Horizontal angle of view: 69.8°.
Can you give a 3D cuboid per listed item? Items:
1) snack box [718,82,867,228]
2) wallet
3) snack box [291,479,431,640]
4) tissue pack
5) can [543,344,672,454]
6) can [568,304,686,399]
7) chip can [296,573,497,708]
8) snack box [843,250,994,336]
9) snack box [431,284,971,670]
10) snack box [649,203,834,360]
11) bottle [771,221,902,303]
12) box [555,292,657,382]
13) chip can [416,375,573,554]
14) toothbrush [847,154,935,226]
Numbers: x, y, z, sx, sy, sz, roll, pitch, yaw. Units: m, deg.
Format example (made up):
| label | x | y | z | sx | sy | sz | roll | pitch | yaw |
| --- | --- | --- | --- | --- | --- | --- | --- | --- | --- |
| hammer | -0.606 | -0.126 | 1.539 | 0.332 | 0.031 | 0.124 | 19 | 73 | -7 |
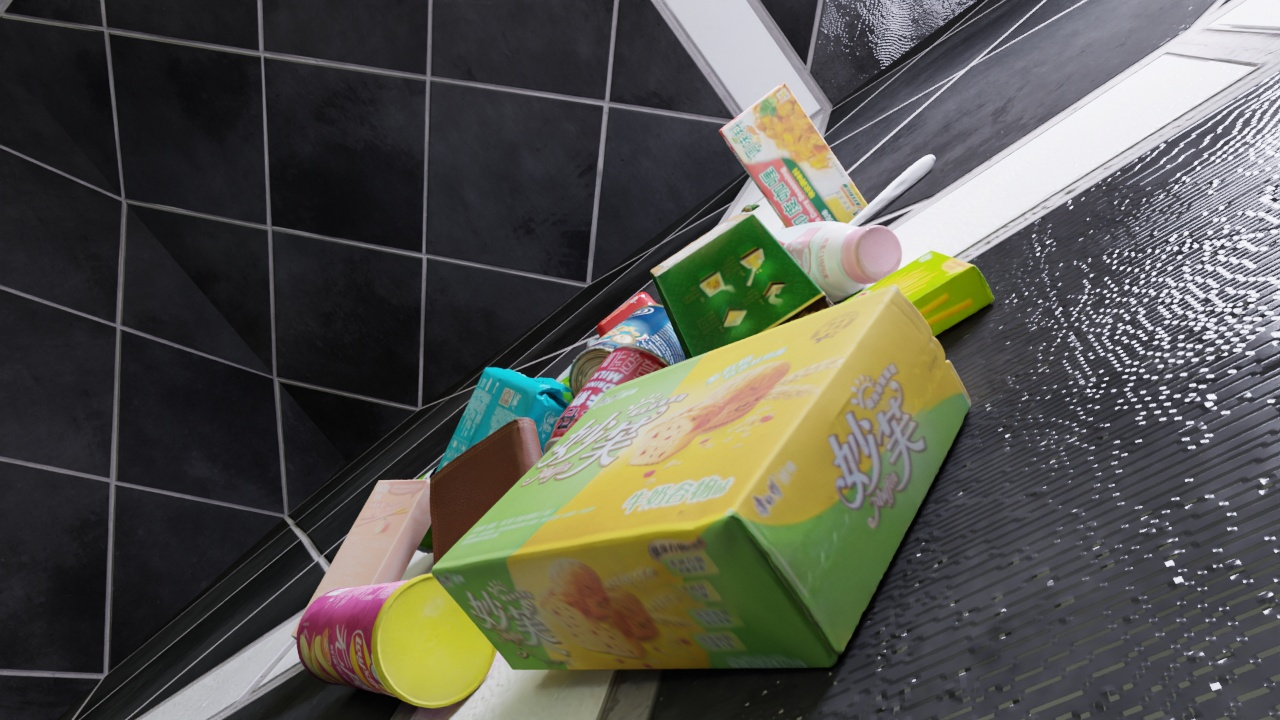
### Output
| label | x | y | z | sx | sy | sz | roll | pitch | yaw |
| --- | --- | --- | --- | --- | --- | --- | --- | --- | --- |
| snack box | 0.154 | -0.188 | 0.913 | 0.077 | 0.156 | 0.027 | -36 | 11 | 6 |
| wallet | -0.112 | 0.112 | 0.688 | 0.125 | 0.032 | 0.101 | -34 | 53 | 32 |
| snack box | -0.236 | 0.177 | 0.801 | 0.085 | 0.026 | 0.157 | -8 | 47 | 43 |
| tissue pack | -0.115 | 0.070 | 0.773 | 0.093 | 0.050 | 0.133 | 18 | 82 | 47 |
| can | -0.017 | 0.043 | 0.636 | 0.067 | 0.066 | 0.093 | -25 | 23 | 55 |
| can | -0.005 | 0.005 | 0.788 | 0.075 | 0.075 | 0.110 | -32 | 5 | 34 |
| chip can | -0.163 | 0.177 | 0.587 | 0.071 | 0.071 | 0.211 | -44 | 10 | -33 |
| snack box | 0.120 | -0.010 | 0.538 | 0.156 | 0.026 | 0.085 | -32 | 11 | 9 |
| snack box | 0.022 | 0.060 | 0.418 | 0.211 | 0.070 | 0.157 | -21 | 19 | 47 |
| snack box | 0.065 | -0.039 | 0.647 | 0.117 | 0.105 | 0.118 | -33 | 7 | 2 |
| bottle | 0.133 | -0.076 | 0.730 | 0.068 | 0.068 | 0.197 | -40 | 12 | -15 |
| box | -0.040 | -0.019 | 1.107 | 0.158 | 0.039 | 0.201 | -37 | -2 | 2 |
| chip can | -0.126 | 0.094 | 0.855 | 0.236 | 0.072 | 0.072 | -34 | 10 | 20 |
| toothbrush | 0.220 | -0.143 | 0.882 | 0.180 | 0.016 | 0.016 | -40 | 17 | -10 |
